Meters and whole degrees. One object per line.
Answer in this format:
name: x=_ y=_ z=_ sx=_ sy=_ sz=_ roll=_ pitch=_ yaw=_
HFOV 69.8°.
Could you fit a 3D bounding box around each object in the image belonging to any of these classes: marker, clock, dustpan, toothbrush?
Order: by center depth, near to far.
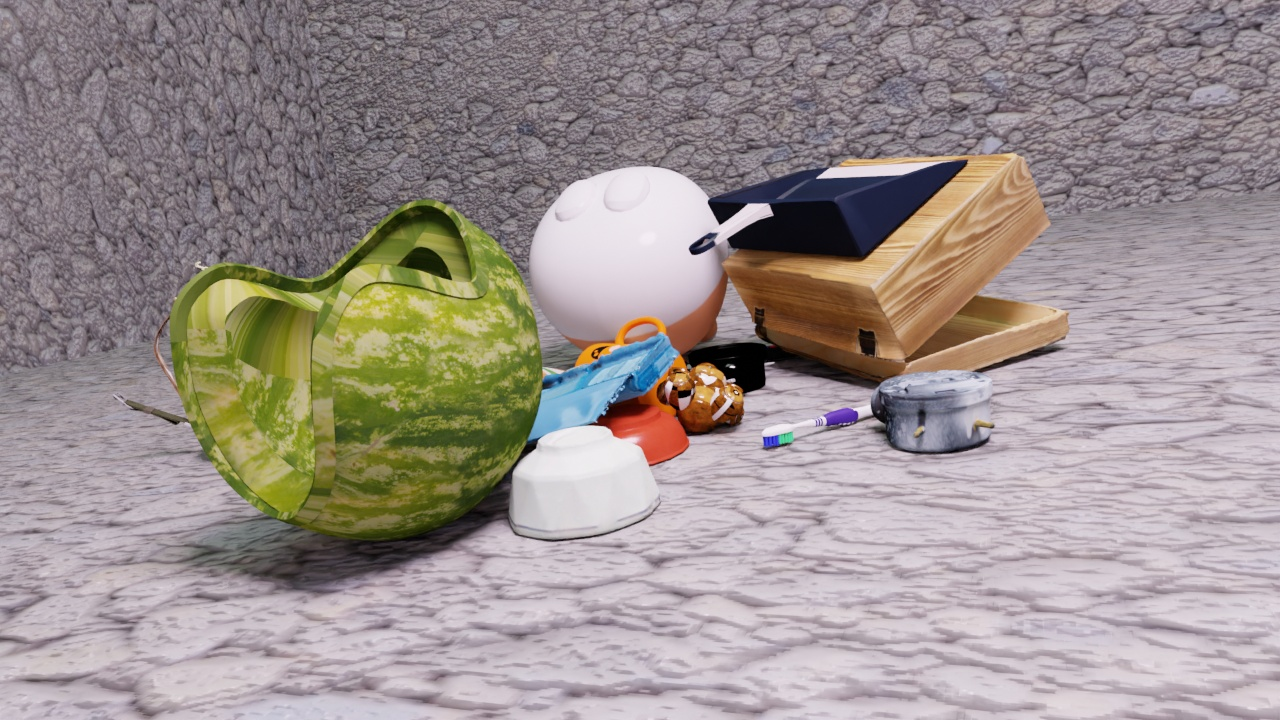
clock: x=0.241 y=0.036 z=0.761 sx=0.090 sy=0.052 sz=0.129 roll=-7 pitch=11 yaw=5
toothbrush: x=0.185 y=0.051 z=0.829 sx=0.186 sy=0.016 sz=0.015 roll=-11 pitch=11 yaw=-28
dustpan: x=0.170 y=-0.170 z=1.001 sx=0.272 sy=0.080 sz=0.236 roll=-41 pitch=25 yaw=-16
clock: x=0.092 y=0.012 z=1.028 sx=0.091 sy=0.042 sz=0.120 roll=0 pitch=13 yaw=36
marker: x=0.182 y=-0.012 z=1.146 sx=0.145 sy=0.021 sz=0.023 roll=-8 pitch=48 yaw=3

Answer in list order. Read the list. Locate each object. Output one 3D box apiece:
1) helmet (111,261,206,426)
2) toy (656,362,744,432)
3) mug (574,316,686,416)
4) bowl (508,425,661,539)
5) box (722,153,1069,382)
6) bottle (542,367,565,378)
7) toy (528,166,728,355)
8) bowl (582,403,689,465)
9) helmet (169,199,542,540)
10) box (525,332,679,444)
helmet: x=-0.463 y=0.001 z=1.079 sx=0.236 sy=0.193 sz=0.224 roll=16 pitch=10 yaw=-33
toy: x=0.061 y=0.031 z=0.898 sx=0.087 sy=0.067 sz=0.112 roll=17 pitch=26 yaw=2
mug: x=-0.006 y=0.006 z=0.967 sx=0.096 sy=0.112 sz=0.077 roll=3 pitch=-22 yaw=45
bowl: x=-0.046 y=0.086 z=0.695 sx=0.117 sy=0.061 sz=0.117 roll=-7 pitch=10 yaw=1
box: x=0.279 y=-0.074 z=1.043 sx=0.258 sy=0.221 sz=0.279 roll=-38 pitch=26 yaw=-15
bottle: x=-0.109 y=0.034 z=1.025 sx=0.167 sy=0.059 sz=0.059 roll=-6 pitch=10 yaw=-6
toy: x=-0.006 y=-0.120 z=1.232 sx=0.263 sy=0.281 sz=0.265 roll=-5 pitch=46 yaw=24
bowl: x=-0.017 y=0.067 z=0.843 sx=0.122 sy=0.035 sz=0.122 roll=-8 pitch=10 yaw=1
helmet: x=-0.186 y=0.012 z=0.690 sx=0.214 sy=0.243 sz=0.246 roll=3 pitch=19 yaw=34
box: x=-0.093 y=0.049 z=0.863 sx=0.232 sy=0.033 sz=0.174 roll=-19 pitch=14 yaw=33
